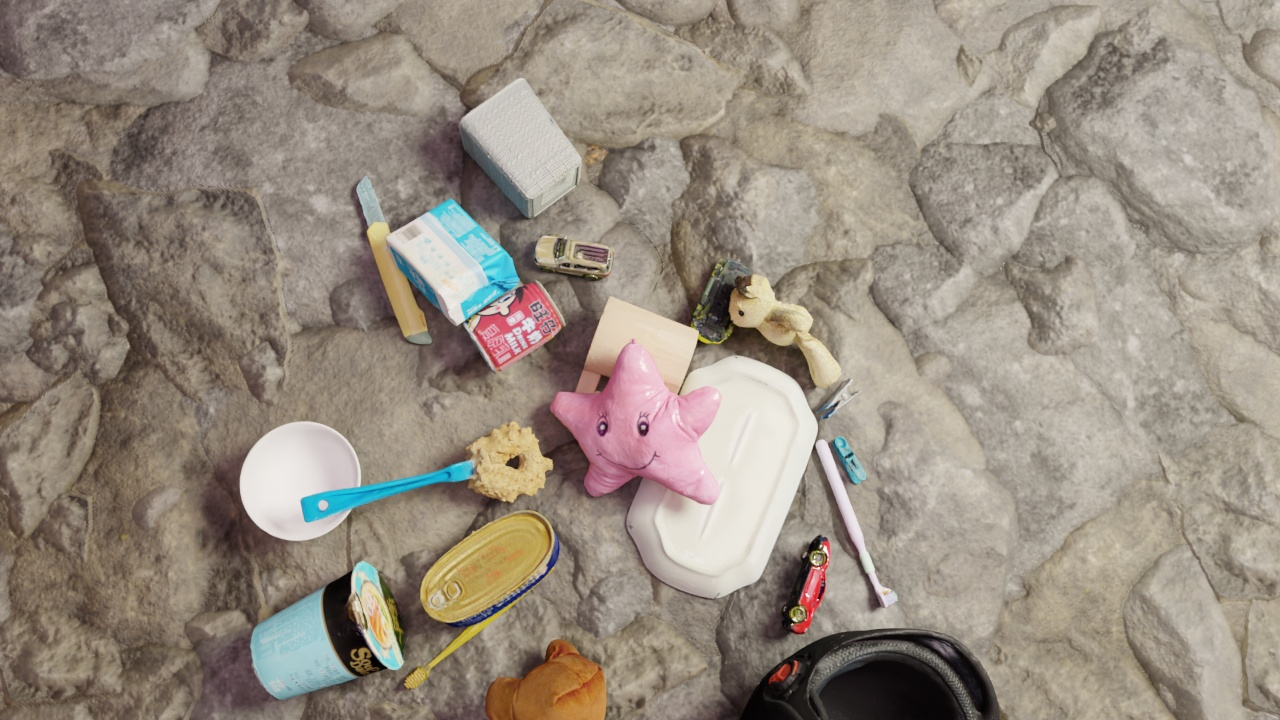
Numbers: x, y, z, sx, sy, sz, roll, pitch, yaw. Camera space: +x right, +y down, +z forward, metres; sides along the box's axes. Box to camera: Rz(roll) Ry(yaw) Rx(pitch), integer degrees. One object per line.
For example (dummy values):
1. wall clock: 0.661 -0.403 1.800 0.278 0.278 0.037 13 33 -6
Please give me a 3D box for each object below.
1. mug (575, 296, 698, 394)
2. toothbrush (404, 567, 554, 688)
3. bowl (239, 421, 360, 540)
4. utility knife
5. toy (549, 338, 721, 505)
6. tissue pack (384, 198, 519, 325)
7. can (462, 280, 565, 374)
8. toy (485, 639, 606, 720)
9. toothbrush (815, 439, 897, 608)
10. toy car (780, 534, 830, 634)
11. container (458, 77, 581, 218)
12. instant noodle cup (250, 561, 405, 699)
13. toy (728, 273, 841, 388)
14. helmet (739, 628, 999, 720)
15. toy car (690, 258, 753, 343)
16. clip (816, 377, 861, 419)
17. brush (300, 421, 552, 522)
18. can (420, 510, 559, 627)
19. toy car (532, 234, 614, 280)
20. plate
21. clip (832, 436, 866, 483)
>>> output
1. mug: -0.006 0.006 0.989 0.103 0.084 0.125 20 103 -1
2. toothbrush: -0.167 0.273 0.951 0.190 0.017 0.015 -39 84 -10
3. bowl: -0.341 0.125 0.945 0.118 0.065 0.118 1 79 -3
4. utility knife: -0.278 -0.111 1.020 0.031 0.021 0.207 -20 87 -12
5. toy: -0.009 0.062 0.943 0.195 0.074 0.179 3 107 25
6. tissue pack: -0.202 -0.106 0.984 0.089 0.063 0.140 -36 60 -20
7. can: -0.136 -0.037 0.989 0.093 0.066 0.066 -33 83 -9
8. toy: -0.077 0.385 0.886 0.139 0.131 0.199 -21 92 -46
9. toothbrush: 0.231 0.174 0.995 0.021 0.029 0.189 -27 78 29
10. toy car: 0.178 0.235 0.964 0.031 0.049 0.106 21 78 0
11. container: -0.129 -0.230 1.019 0.090 0.090 0.114 -38 87 -9
12. instant noodle cup: -0.311 0.272 0.903 0.120 0.111 0.111 -22 81 0
13. toy: 0.158 -0.030 0.997 0.157 0.105 0.066 43 100 -12
14. helmet: 0.201 0.370 0.848 0.233 0.230 0.274 31 79 -12
15. toy car: 0.091 -0.065 1.028 0.048 0.032 0.105 26 67 -1
16. clip: 0.220 0.043 1.018 0.057 0.025 0.033 -38 88 -14
17. brush: -0.212 0.122 0.933 0.254 0.046 0.083 -11 90 -23
18. can: -0.152 0.214 0.940 0.148 0.049 0.074 -34 67 -10
19. toy car: -0.076 -0.118 1.026 0.090 0.035 0.042 9 77 1
20. plate: 0.092 0.121 0.989 0.162 0.034 0.265 25 78 2
21. clip: 0.229 0.109 1.007 0.014 0.040 0.056 -24 74 -9
